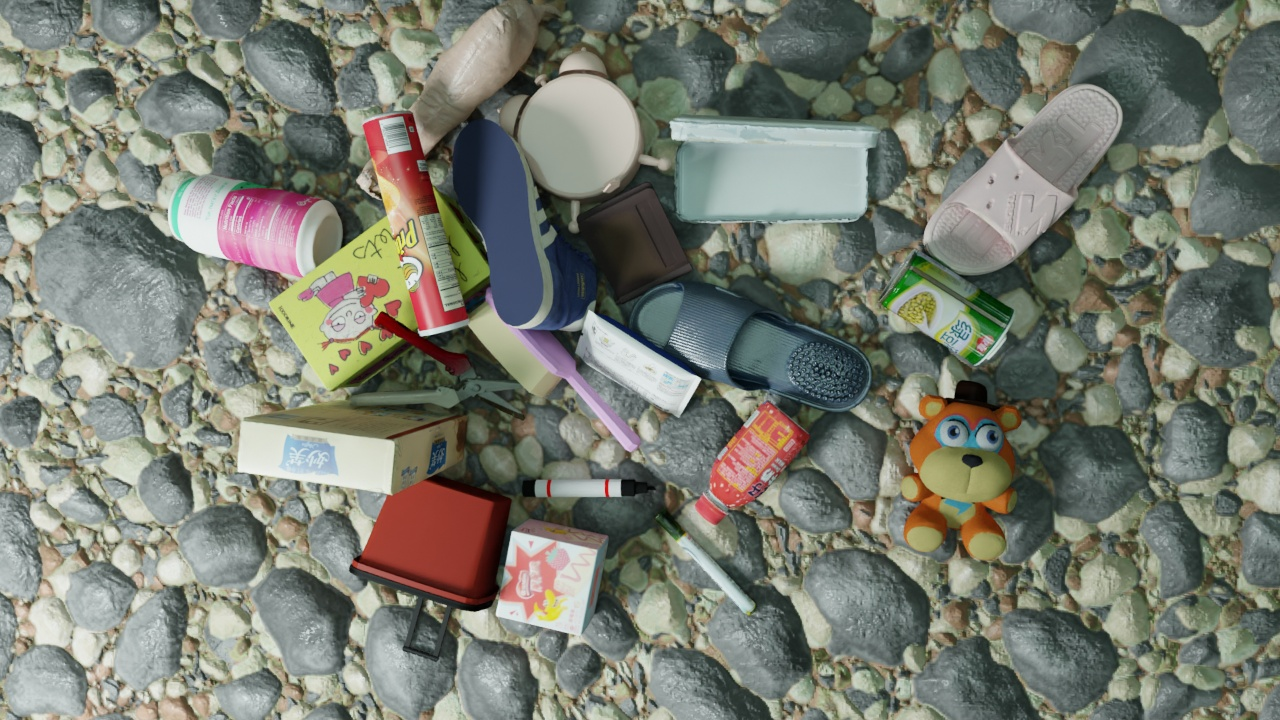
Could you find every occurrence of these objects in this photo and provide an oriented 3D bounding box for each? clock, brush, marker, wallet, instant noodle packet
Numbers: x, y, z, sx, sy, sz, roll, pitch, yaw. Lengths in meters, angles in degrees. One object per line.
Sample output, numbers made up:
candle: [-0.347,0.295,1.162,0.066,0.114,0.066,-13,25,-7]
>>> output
clock: [-0.065,-0.237,0.969,0.131,0.086,0.160,-34,80,6]
brush: [-0.091,0.018,0.968,0.043,0.089,0.228,-43,86,10]
marker: [-0.056,0.139,0.999,0.146,0.019,0.019,-1,90,7]
marker: [0.070,0.216,0.986,0.017,0.017,0.146,-45,85,5]
wallet: [-0.007,-0.119,0.962,0.091,0.018,0.116,-25,126,6]
instant noodle packet: [-0.006,0.006,0.964,0.134,0.087,0.026,32,57,5]

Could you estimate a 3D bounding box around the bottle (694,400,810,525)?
bottle: [0.111,0.111,0.958,0.062,0.062,0.137,40,96,5]

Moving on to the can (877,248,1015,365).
can: [0.310,-0.053,0.929,0.121,0.067,0.067,34,94,6]

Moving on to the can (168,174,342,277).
can: [-0.419,-0.148,1.005,0.166,0.088,0.088,14,92,6]

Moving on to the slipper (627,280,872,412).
slipper: [0.113,-0.017,0.947,0.263,0.082,0.101,18,90,6]

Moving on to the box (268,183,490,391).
box: [-0.268,-0.076,0.992,0.221,0.082,0.124,-33,87,7]

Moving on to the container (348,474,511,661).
container: [-0.224,0.229,0.974,0.148,0.127,0.200,16,86,6]

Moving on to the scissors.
scissors: [-0.217,0.020,0.973,0.179,0.015,0.196,-29,119,4]

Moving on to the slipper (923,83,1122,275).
slipper: [0.391,-0.181,0.920,0.094,0.064,0.239,44,94,5]

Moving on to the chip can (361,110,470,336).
chip can: [-0.222,-0.134,0.909,0.052,0.051,0.215,-13,99,7]

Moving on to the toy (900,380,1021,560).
toy: [0.321,0.108,0.923,0.112,0.096,0.176,5,80,7]

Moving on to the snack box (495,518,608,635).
snack box: [-0.092,0.228,0.974,0.095,0.079,0.093,12,92,7]

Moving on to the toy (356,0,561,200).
toy: [-0.196,-0.275,0.981,0.065,0.195,0.265,45,120,-1]

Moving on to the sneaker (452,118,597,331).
sneaker: [-0.110,-0.134,0.963,0.092,0.118,0.233,-29,69,25]

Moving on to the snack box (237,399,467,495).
snack box: [-0.281,0.083,0.932,0.153,0.207,0.055,7,93,7]

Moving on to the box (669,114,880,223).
box: [0.135,-0.206,0.931,0.211,0.105,0.130,-2,94,7]
